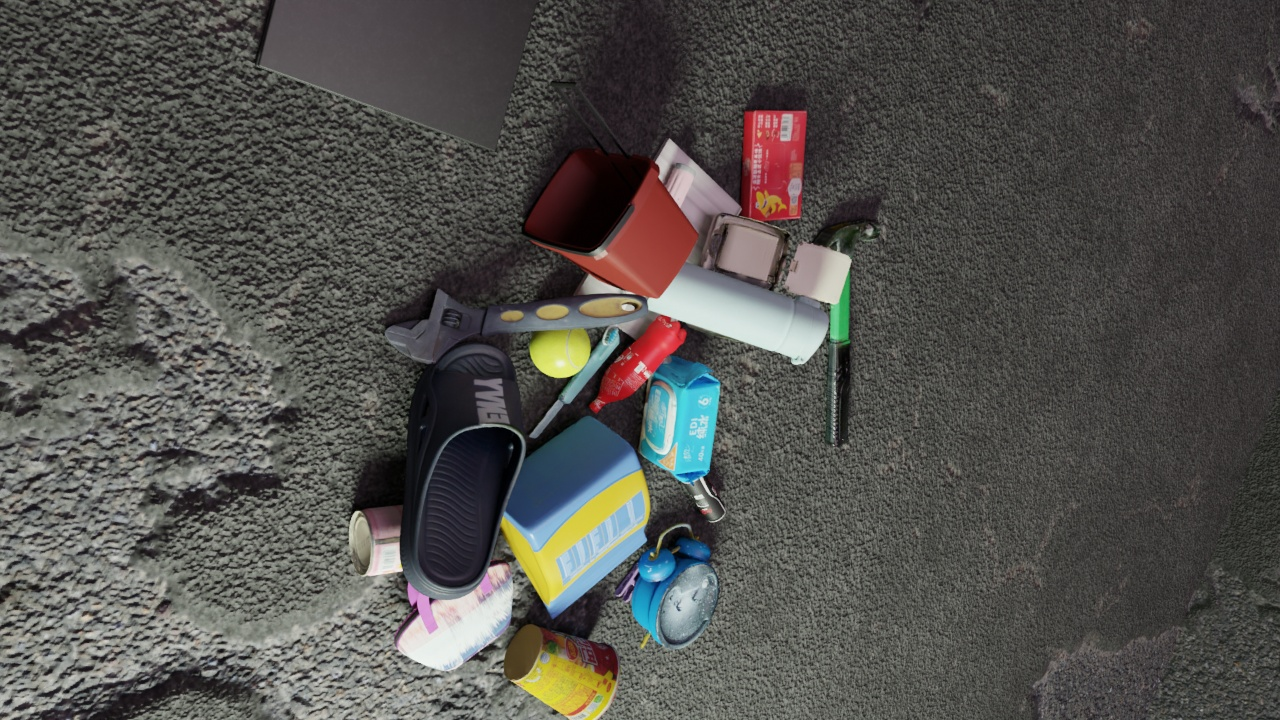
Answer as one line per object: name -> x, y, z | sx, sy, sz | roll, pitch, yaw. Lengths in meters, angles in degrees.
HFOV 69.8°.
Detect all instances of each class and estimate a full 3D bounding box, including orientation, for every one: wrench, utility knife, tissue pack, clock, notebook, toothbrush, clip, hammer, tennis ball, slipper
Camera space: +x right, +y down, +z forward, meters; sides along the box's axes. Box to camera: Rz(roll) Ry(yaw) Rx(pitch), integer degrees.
wrench -> -0.121, -0.043, 0.938 | 0.273, 0.022, 0.073 | -6, 81, -18
utility knife -> -0.073, 0.028, 1.042 | 0.158, 0.015, 0.022 | -52, 126, -15
tissue pack -> 0.043, 0.067, 1.094 | 0.061, 0.093, 0.144 | 2, 102, -30
clock -> 0.045, 0.287, 1.174 | 0.116, 0.060, 0.161 | -6, 106, -43
notebook -> 0.025, -0.130, 1.073 | 0.142, 0.009, 0.209 | 35, 82, -37
notebook -> -0.212, -0.309, 0.838 | 0.231, 0.019, 0.169 | 13, 97, -38
toothbrush -> 0.007, -0.118, 1.039 | 0.027, 0.026, 0.222 | 25, 88, -24
clip -> -0.012, 0.281, 1.168 | 0.036, 0.013, 0.052 | 43, 75, -38
hammer -> 0.275, -0.030, 1.275 | 0.130, 0.032, 0.319 | -17, 114, -33
tennis ball -> -0.087, -0.014, 0.989 | 0.065, 0.065, 0.065 | -11, 110, -34
slipper -> -0.167, 0.090, 0.883 | 0.110, 0.084, 0.267 | 18, 58, -25

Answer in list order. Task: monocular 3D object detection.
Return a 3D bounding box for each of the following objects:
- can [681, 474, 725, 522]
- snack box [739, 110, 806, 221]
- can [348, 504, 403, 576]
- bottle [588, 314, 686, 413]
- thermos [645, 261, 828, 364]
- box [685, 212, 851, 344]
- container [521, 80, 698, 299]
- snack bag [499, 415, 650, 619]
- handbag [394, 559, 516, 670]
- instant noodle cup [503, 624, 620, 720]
can -> 0.082, 0.173, 1.191 | 0.031, 0.031, 0.080 | -44, 125, -18
snack box -> 0.164, -0.241, 1.134 | 0.089, 0.021, 0.133 | -10, 110, -34
can -> -0.247, 0.180, 0.928 | 0.076, 0.067, 0.067 | -1, 104, -36
bottle -> -0.006, 0.006, 1.063 | 0.141, 0.042, 0.042 | -46, 126, -1
thermos -> 0.111, -0.059, 1.046 | 0.207, 0.065, 0.078 | 18, 83, -6
box -> 0.144, -0.092, 1.125 | 0.186, 0.101, 0.145 | 15, 98, -21
container -> -0.048, -0.161, 0.920 | 0.201, 0.148, 0.127 | 41, 78, -41
snack bag -> -0.069, 0.190, 1.051 | 0.158, 0.102, 0.205 | -36, 135, -23
handbag -> -0.193, 0.239, 0.941 | 0.144, 0.068, 0.170 | -33, 148, -24
instant noodle cup -> -0.096, 0.363, 1.084 | 0.112, 0.100, 0.100 | 37, 81, -29
